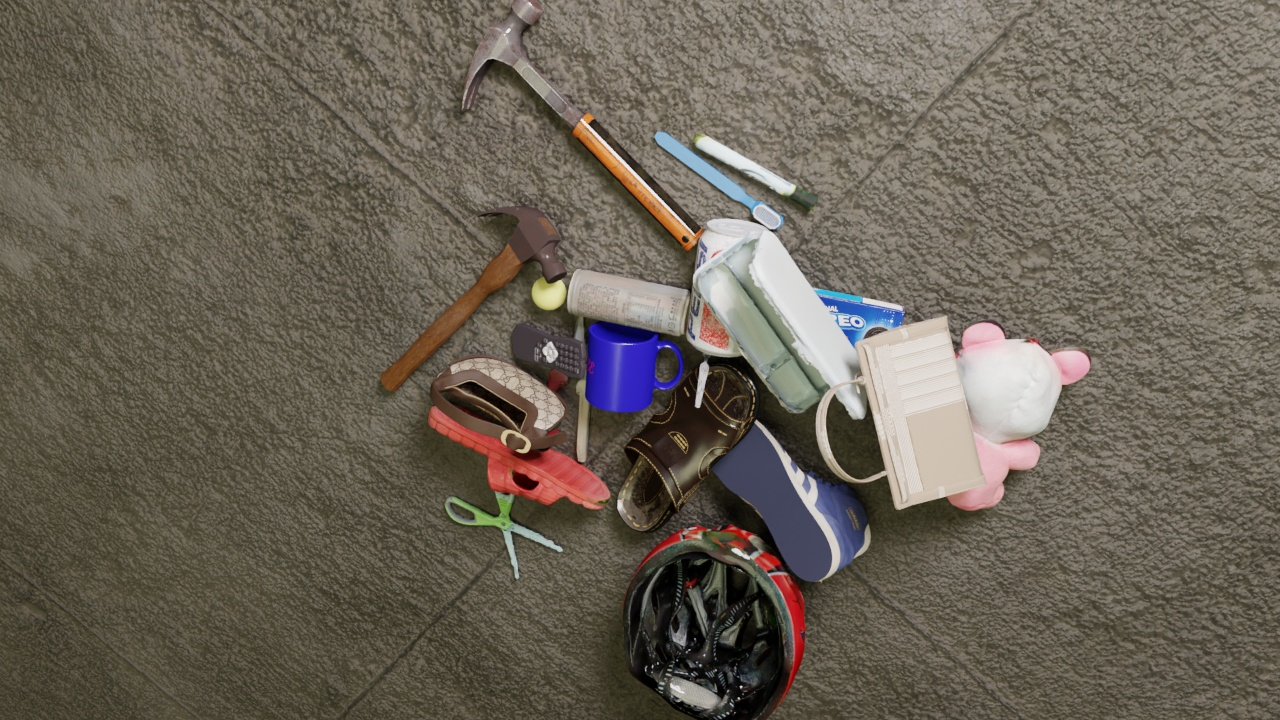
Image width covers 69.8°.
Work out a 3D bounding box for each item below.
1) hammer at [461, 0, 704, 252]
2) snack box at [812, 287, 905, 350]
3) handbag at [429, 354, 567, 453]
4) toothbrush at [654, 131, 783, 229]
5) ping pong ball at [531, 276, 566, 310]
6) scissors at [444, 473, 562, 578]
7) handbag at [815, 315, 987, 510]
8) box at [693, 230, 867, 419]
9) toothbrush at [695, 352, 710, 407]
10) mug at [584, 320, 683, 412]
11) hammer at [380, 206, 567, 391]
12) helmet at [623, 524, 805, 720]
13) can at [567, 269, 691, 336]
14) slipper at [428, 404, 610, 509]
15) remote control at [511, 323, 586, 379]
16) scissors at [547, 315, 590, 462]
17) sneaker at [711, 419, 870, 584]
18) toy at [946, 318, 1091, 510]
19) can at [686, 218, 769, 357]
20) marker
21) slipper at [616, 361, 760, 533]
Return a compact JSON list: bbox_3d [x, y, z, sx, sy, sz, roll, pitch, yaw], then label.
[{"bbox_3d":[-0.057,-0.231,0.996,0.314,0.034,0.138,45,115,-6],"label":"hammer"},{"bbox_3d":[0.207,-0.034,1.009,0.150,0.027,0.082,11,115,9],"label":"snack box"},{"bbox_3d":[-0.166,0.057,1.072,0.166,0.138,0.063,33,116,22],"label":"handbag"},{"bbox_3d":[0.083,-0.193,0.985,0.166,0.014,0.016,36,115,-1],"label":"toothbrush"},{"bbox_3d":[-0.106,-0.078,1.065,0.040,0.040,0.040,5,112,12],"label":"ping pong ball"},{"bbox_3d":[-0.179,0.211,1.215,0.171,0.023,0.168,21,109,3],"label":"scissors"},{"bbox_3d":[0.242,0.060,0.894,0.062,0.197,0.175,-15,88,52],"label":"handbag"},{"bbox_3d":[0.155,-0.024,0.916,0.106,0.124,0.215,-39,114,4],"label":"box"},{"bbox_3d":[0.068,0.011,0.979,0.010,0.181,0.010,17,111,1],"label":"toothbrush"},{"bbox_3d":[-0.006,0.006,1.056,0.111,0.079,0.084,4,113,-1],"label":"mug"},{"bbox_3d":[-0.213,-0.062,1.092,0.324,0.033,0.115,-40,77,30],"label":"hammer"},{"bbox_3d":[0.093,0.306,1.097,0.217,0.166,0.272,19,121,19],"label":"helmet"},{"bbox_3d":[-0.011,-0.065,1.039,0.136,0.054,0.054,12,114,10],"label":"can"},{"bbox_3d":[-0.157,0.131,1.130,0.249,0.103,0.059,26,101,5],"label":"slipper"},{"bbox_3d":[-0.110,-0.012,1.079,0.125,0.009,0.046,17,112,39],"label":"remote control"},{"bbox_3d":[-0.087,0.039,1.122,0.188,0.015,0.179,-21,103,21],"label":"scissors"},{"bbox_3d":[0.180,0.143,1.071,0.233,0.118,0.092,53,124,29],"label":"sneaker"},{"bbox_3d":[0.369,0.061,0.975,0.142,0.084,0.214,24,118,4],"label":"toy"},{"bbox_3d":[0.095,-0.078,0.993,0.078,0.078,0.136,11,113,10],"label":"can"},{"bbox_3d":[0.122,-0.200,0.972,0.146,0.017,0.017,30,115,2],"label":"marker"},{"bbox_3d":[0.041,0.106,1.065,0.113,0.075,0.269,51,124,25],"label":"slipper"}]
